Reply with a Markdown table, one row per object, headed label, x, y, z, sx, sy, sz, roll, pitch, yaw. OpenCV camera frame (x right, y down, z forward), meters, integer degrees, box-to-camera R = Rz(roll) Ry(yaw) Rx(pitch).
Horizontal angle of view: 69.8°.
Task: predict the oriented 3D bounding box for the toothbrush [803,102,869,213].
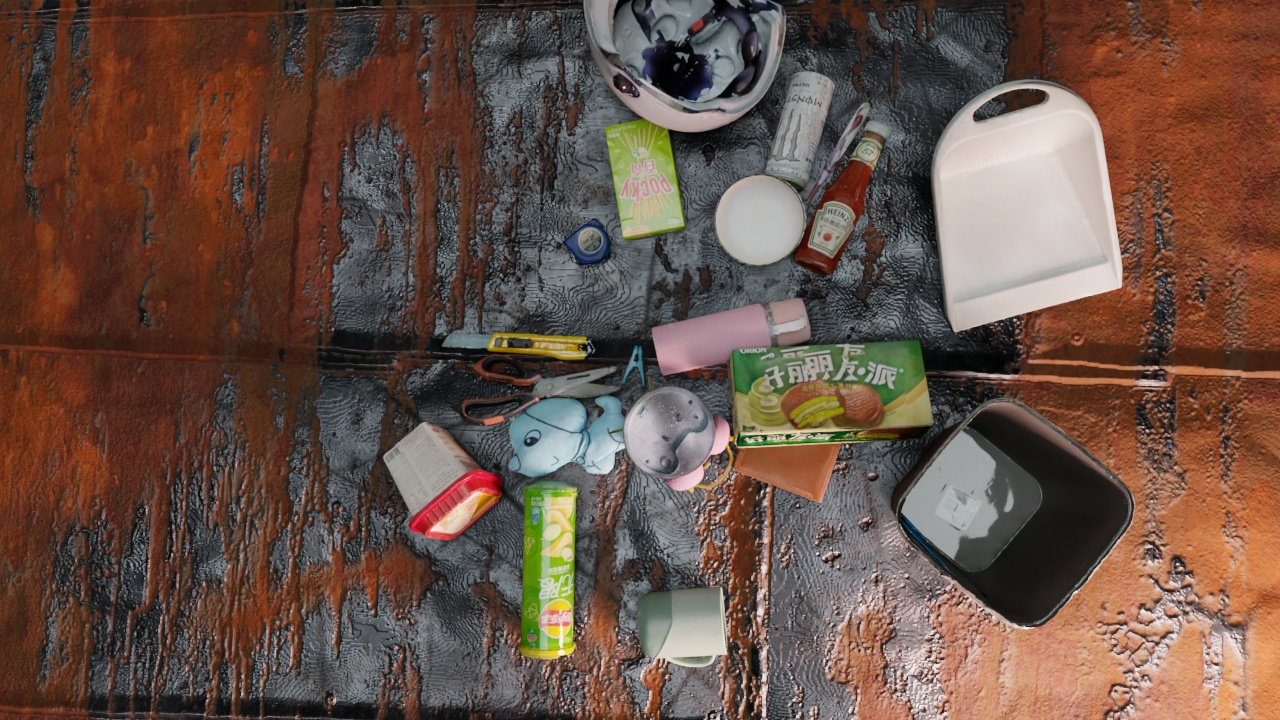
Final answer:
| label | x | y | z | sx | sy | sz | roll | pitch | yaw |
| --- | --- | --- | --- | --- | --- | --- | --- | --- | --- |
| toothbrush | 0.252 | -0.261 | 1.212 | 0.016 | 0.017 | 0.187 | 32 | 91 | 7 |

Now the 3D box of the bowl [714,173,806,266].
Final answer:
| label | x | y | z | sx | sy | sz | roll | pitch | yaw |
| --- | --- | --- | --- | --- | --- | --- | --- | --- | --- |
| bowl | 0.158 | -0.182 | 1.187 | 0.116 | 0.066 | 0.116 | 3 | 102 | 17 |

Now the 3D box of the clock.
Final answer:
| label | x | y | z | sx | sy | sz | roll | pitch | yaw |
| --- | --- | --- | --- | --- | --- | --- | --- | --- | --- |
| clock | 0.049 | 0.102 | 1.180 | 0.158 | 0.060 | 0.117 | 36 | 87 | -3 |

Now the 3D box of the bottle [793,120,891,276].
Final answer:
| label | x | y | z | sx | sy | sz | roll | pitch | yaw |
| --- | --- | --- | --- | --- | --- | --- | --- | --- | --- |
| bottle | 0.265 | -0.211 | 1.185 | 0.060 | 0.060 | 0.206 | 26 | 89 | 8 |

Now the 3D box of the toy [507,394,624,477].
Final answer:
| label | x | y | z | sx | sy | sz | roll | pitch | yaw |
| --- | --- | --- | --- | --- | --- | --- | --- | --- | --- |
| toy | -0.100 | 0.098 | 1.212 | 0.156 | 0.050 | 0.161 | 35 | 78 | 11 |

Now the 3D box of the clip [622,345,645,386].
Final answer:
| label | x | y | z | sx | sy | sz | roll | pitch | yaw |
| --- | --- | --- | --- | --- | --- | --- | --- | --- | --- |
| clip | -0.006 | 0.007 | 1.226 | 0.034 | 0.013 | 0.055 | 4 | 86 | 6 |

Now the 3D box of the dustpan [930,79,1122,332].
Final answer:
| label | x | y | z | sx | sy | sz | roll | pitch | yaw |
| --- | --- | --- | --- | --- | --- | --- | --- | --- | --- |
| dustpan | 0.465 | -0.194 | 1.121 | 0.223 | 0.142 | 0.257 | -15 | 83 | 6 |

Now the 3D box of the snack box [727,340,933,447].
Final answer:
| label | x | y | z | sx | sy | sz | roll | pitch | yaw |
| --- | --- | --- | --- | --- | --- | --- | --- | --- | --- |
| snack box | 0.233 | 0.043 | 1.144 | 0.240 | 0.063 | 0.114 | -2 | 67 | 2 |

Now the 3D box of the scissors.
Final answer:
| label | x | y | z | sx | sy | sz | roll | pitch | yaw |
| --- | --- | --- | --- | --- | --- | --- | --- | --- | --- |
| scissors | -0.142 | 0.030 | 1.221 | 0.213 | 0.015 | 0.197 | 36 | 69 | 26 |

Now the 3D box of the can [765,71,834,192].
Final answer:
| label | x | y | z | sx | sy | sz | roll | pitch | yaw |
| --- | --- | --- | --- | --- | --- | --- | --- | --- | --- |
| can | 0.208 | -0.299 | 1.200 | 0.058 | 0.058 | 0.146 | 16 | 88 | 8 |

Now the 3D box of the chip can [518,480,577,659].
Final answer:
| label | x | y | z | sx | sy | sz | roll | pitch | yaw |
| --- | --- | --- | --- | --- | --- | --- | --- | --- | --- |
| chip can | -0.119 | 0.267 | 1.190 | 0.072 | 0.072 | 0.221 | 0 | 85 | 7 |

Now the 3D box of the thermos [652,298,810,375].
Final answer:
| label | x | y | z | sx | sy | sz | roll | pitch | yaw |
| --- | --- | --- | --- | --- | --- | --- | --- | --- | --- |
| thermos | 0.117 | -0.031 | 1.177 | 0.199 | 0.087 | 0.067 | -11 | 97 | 7 |

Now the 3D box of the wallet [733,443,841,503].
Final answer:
| label | x | y | z | sx | sy | sz | roll | pitch | yaw |
| --- | --- | --- | --- | --- | --- | --- | --- | --- | --- |
| wallet | 0.191 | 0.117 | 1.186 | 0.124 | 0.032 | 0.101 | 20 | 91 | 9 |

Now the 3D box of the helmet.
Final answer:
| label | x | y | z | sx | sy | sz | roll | pitch | yaw |
| --- | --- | --- | --- | --- | --- | --- | --- | --- | --- |
| helmet | 0.044 | -0.401 | 1.177 | 0.258 | 0.146 | 0.228 | 28 | 74 | -3 |

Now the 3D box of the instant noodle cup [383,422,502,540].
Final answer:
| label | x | y | z | sx | sy | sz | roll | pitch | yaw |
| --- | --- | --- | --- | --- | --- | --- | --- | --- | --- |
| instant noodle cup | -0.263 | 0.155 | 1.202 | 0.116 | 0.116 | 0.124 | -40 | 71 | 2 |

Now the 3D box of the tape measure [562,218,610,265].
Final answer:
| label | x | y | z | sx | sy | sz | roll | pitch | yaw |
| --- | --- | --- | --- | --- | --- | --- | --- | --- | --- |
| tape measure | -0.069 | -0.157 | 1.240 | 0.058 | 0.025 | 0.054 | -37 | 84 | 7 |

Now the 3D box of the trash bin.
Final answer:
| label | x | y | z | sx | sy | sz | roll | pitch | yaw |
| --- | --- | --- | --- | --- | --- | --- | --- | --- | --- |
| trash bin | 0.400 | 0.168 | 1.060 | 0.199 | 0.219 | 0.198 | 40 | 90 | 8 |

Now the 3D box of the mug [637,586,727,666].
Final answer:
| label | x | y | z | sx | sy | sz | roll | pitch | yaw |
| --- | --- | --- | --- | --- | --- | --- | --- | --- | --- |
| mug | 0.055 | 0.344 | 1.165 | 0.106 | 0.082 | 0.112 | -6 | 116 | 6 |

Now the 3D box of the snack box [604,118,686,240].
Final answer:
| label | x | y | z | sx | sy | sz | roll | pitch | yaw |
| --- | --- | --- | --- | --- | --- | --- | --- | --- | --- |
| snack box | 0.007 | -0.246 | 1.237 | 0.086 | 0.026 | 0.156 | -10 | 85 | 7 |

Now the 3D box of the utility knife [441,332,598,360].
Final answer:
| label | x | y | z | sx | sy | sz | roll | pitch | yaw |
| --- | --- | --- | --- | --- | --- | --- | --- | --- | --- |
| utility knife | -0.165 | -0.021 | 1.246 | 0.218 | 0.015 | 0.033 | 3 | 83 | 7 |
